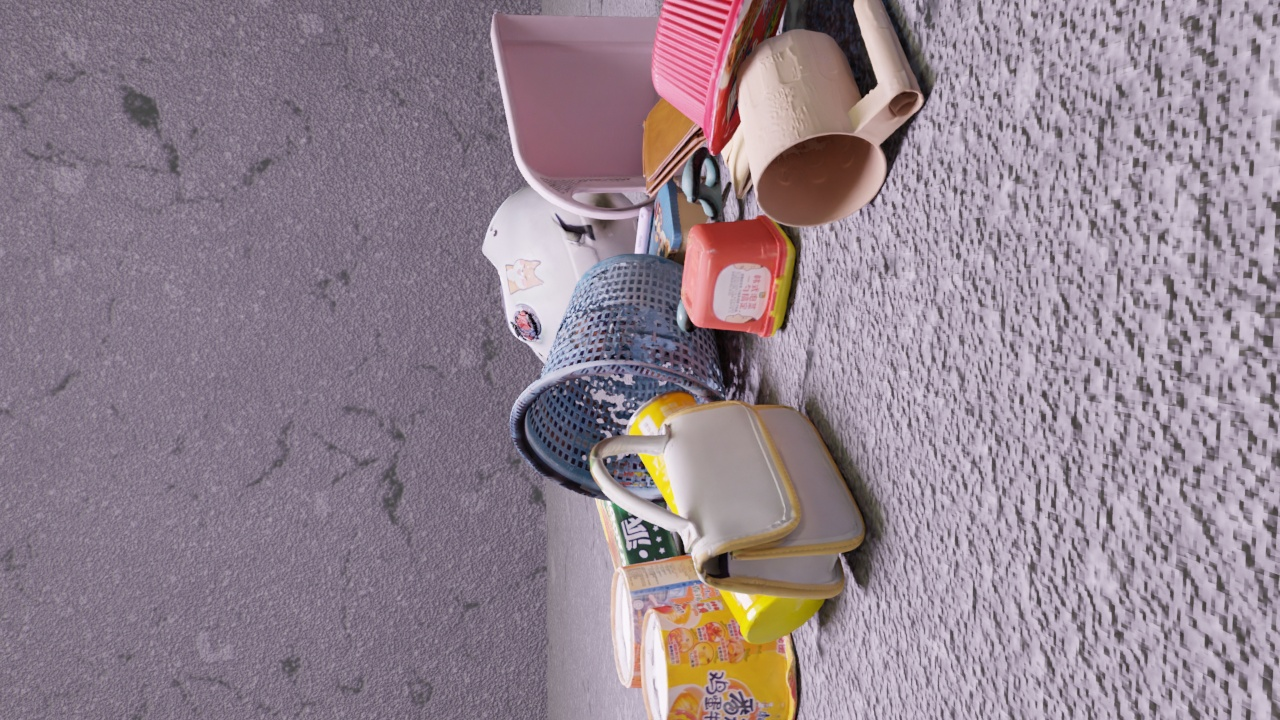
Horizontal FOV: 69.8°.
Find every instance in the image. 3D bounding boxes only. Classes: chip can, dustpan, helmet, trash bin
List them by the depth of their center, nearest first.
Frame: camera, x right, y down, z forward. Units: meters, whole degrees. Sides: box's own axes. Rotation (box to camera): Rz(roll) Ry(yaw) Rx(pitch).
[{"bbox_3d":[0.063,0.121,0.743,0.213,0.072,0.072,56,150,38],"label":"chip can"},{"bbox_3d":[-0.006,0.005,0.938,0.227,0.226,0.194,103,175,-50],"label":"trash bin"},{"bbox_3d":[-0.048,-0.296,1.070,0.139,0.222,0.273,-167,71,-77],"label":"dustpan"},{"bbox_3d":[-0.060,-0.119,1.179,0.157,0.229,0.274,-22,92,53],"label":"helmet"}]

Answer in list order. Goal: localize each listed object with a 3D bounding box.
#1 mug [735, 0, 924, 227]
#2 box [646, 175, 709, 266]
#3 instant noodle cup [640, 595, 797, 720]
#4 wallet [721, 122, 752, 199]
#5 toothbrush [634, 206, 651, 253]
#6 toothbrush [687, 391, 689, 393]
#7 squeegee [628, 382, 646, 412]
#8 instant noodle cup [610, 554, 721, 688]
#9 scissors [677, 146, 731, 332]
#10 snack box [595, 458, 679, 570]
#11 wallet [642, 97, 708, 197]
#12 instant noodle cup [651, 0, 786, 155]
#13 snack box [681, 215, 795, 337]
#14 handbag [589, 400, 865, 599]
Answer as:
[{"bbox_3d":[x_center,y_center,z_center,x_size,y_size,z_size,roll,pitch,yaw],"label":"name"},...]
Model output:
[{"bbox_3d":[0.120,-0.165,0.594,0.125,0.084,0.103,-43,42,42],"label":"mug"},{"bbox_3d":[0.040,-0.125,1.019,0.185,0.059,0.089,115,153,-62],"label":"box"},{"bbox_3d":[0.063,0.270,0.808,0.138,0.109,0.138,179,91,-78],"label":"instant noodle cup"},{"bbox_3d":[0.091,-0.216,0.847,0.087,0.024,0.115,107,157,-65],"label":"wallet"},{"bbox_3d":[-0.005,-0.094,1.061,0.021,0.029,0.190,-46,-27,-46],"label":"toothbrush"},{"bbox_3d":[0.048,0.057,1.107,0.188,0.017,0.016,110,138,-68],"label":"toothbrush"},{"bbox_3d":[0.009,0.125,1.167,0.247,0.040,0.250,-123,23,-50],"label":"squeegee"},{"bbox_3d":[0.033,0.272,0.951,0.151,0.111,0.151,178,91,-79],"label":"instant noodle cup"},{"bbox_3d":[0.057,-0.121,0.832,0.180,0.019,0.169,71,-145,-56],"label":"scissors"},{"bbox_3d":[0.004,0.234,1.088,0.115,0.063,0.240,139,116,-75],"label":"snack box"},{"bbox_3d":[0.033,-0.240,0.950,0.119,0.035,0.130,-46,28,37],"label":"wallet"},{"bbox_3d":[0.061,-0.255,0.680,0.194,0.066,0.194,24,-92,-82],"label":"instant noodle cup"},{"bbox_3d":[0.079,-0.070,0.769,0.082,0.080,0.091,-110,23,-57],"label":"snack box"},{"bbox_3d":[0.055,0.089,0.659,0.163,0.178,0.063,-105,23,-56],"label":"handbag"}]
